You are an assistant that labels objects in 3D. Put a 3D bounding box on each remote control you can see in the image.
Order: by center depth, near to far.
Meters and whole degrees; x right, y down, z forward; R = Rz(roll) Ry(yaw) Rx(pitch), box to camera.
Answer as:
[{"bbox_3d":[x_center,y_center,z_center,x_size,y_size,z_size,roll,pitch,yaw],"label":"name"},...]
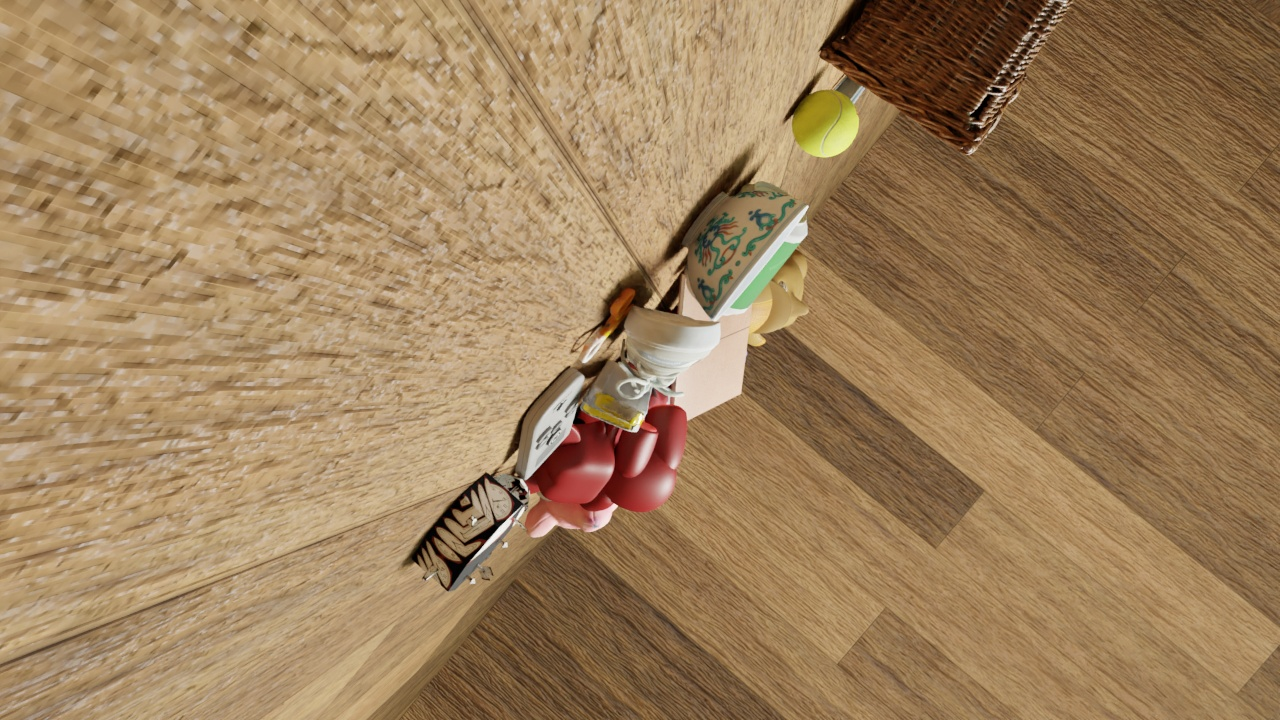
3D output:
[{"bbox_3d":[-0.088,0.063,0.895,0.074,0.019,0.151,-48,169,-28],"label":"remote control"}]

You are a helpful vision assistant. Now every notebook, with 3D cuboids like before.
[{"bbox_3d":[0.093,-0.029,1.163,0.141,0.008,0.209,-23,128,-41],"label":"notebook"}]

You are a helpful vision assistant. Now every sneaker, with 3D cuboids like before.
[{"bbox_3d":[0.023,-0.003,0.893,0.242,0.089,0.091,-107,-151,-87],"label":"sneaker"}]

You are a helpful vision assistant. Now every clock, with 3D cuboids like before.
[{"bbox_3d":[-0.153,0.169,0.905,0.115,0.065,0.154,-51,174,11],"label":"clock"}]

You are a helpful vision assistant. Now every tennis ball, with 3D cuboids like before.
[{"bbox_3d":[0.184,-0.236,0.916,0.065,0.065,0.065,-50,175,-6],"label":"tennis ball"}]

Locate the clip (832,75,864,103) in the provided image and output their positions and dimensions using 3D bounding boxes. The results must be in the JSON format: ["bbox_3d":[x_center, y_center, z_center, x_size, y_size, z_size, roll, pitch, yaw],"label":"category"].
[{"bbox_3d":[0.258,-0.331,1.114,0.167,0.028,0.127,-50,177,11],"label":"clip"}]

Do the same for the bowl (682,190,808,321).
[{"bbox_3d":[0.089,-0.117,0.899,0.144,0.074,0.144,-50,175,-6],"label":"bowl"}]

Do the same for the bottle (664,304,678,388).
[{"bbox_3d":[0.053,-0.017,1.210,0.111,0.099,0.098,-58,173,15],"label":"bottle"}]

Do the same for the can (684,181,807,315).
[{"bbox_3d":[0.116,-0.123,1.021,0.140,0.088,0.087,-54,174,34],"label":"can"}]

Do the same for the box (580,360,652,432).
[{"bbox_3d":[-0.021,0.033,0.976,0.209,0.064,0.033,-70,-175,-81],"label":"box"}]

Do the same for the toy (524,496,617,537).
[{"bbox_3d":[-0.076,0.197,1.301,0.192,0.097,0.237,-17,-171,-7],"label":"toy"}]

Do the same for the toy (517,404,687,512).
[{"bbox_3d":[-0.049,0.115,1.075,0.197,0.120,0.159,8,139,-31],"label":"toy"}]

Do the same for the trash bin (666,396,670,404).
[{"bbox_3d":[-0.011,0.099,1.350,0.133,0.133,0.161,-51,170,5],"label":"trash bin"}]

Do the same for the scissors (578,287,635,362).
[{"bbox_3d":[-0.031,-0.026,0.847,0.096,0.012,0.133,-53,177,-7],"label":"scissors"}]

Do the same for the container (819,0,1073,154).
[{"bbox_3d":[0.308,-0.332,0.824,0.249,0.162,0.184,-45,167,-49],"label":"container"}]

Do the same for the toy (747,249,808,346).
[{"bbox_3d":[0.174,-0.100,1.377,0.202,0.163,0.199,-27,129,-61],"label":"toy"}]

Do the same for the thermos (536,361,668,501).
[{"bbox_3d":[-0.061,0.101,1.195,0.240,0.073,0.073,-47,177,27],"label":"thermos"}]

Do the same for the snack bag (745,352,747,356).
[{"bbox_3d":[0.090,-0.017,1.371,0.205,0.096,0.058,-152,-117,-81],"label":"snack bag"}]
